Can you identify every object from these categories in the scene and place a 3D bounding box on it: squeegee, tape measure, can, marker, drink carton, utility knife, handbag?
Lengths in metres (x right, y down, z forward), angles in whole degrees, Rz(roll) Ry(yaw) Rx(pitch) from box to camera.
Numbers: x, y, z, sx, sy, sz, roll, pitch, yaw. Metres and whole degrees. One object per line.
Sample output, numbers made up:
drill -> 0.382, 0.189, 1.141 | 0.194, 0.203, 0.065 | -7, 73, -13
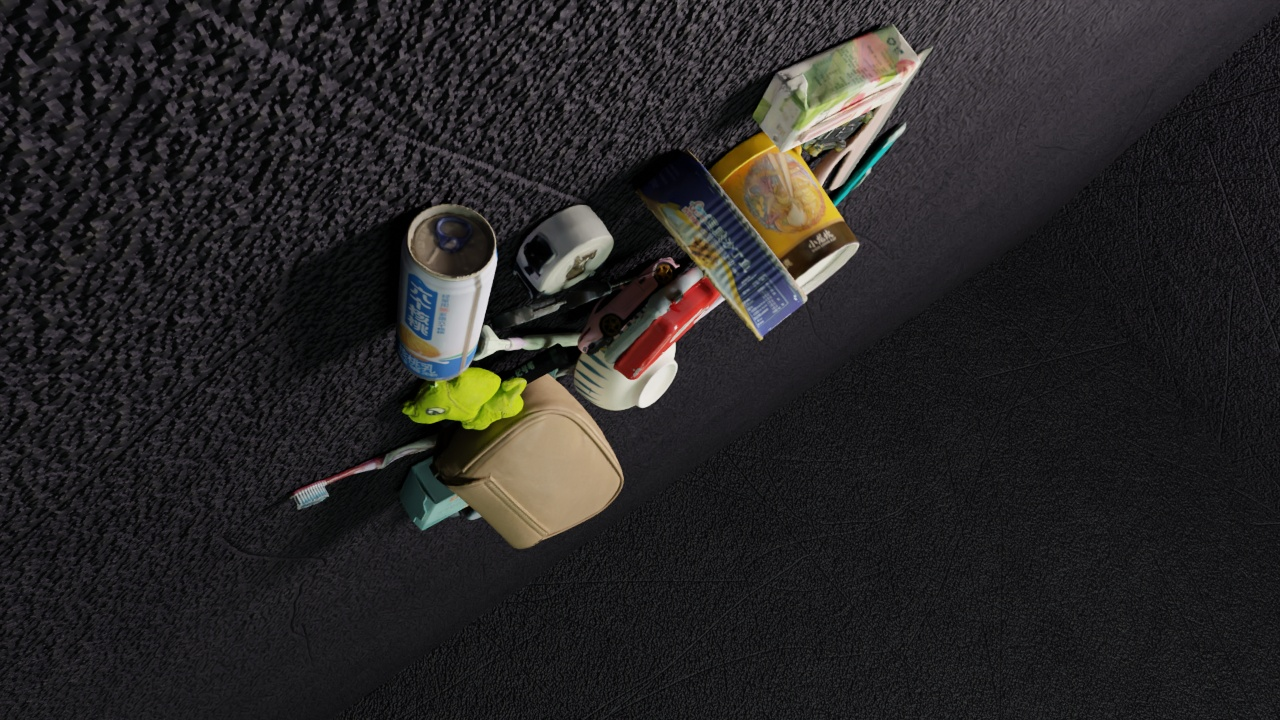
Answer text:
squeegee -> 0.164, -0.142, 0.867 | 0.249, 0.040, 0.248 | -59, 177, -18
tape measure -> -0.053, -0.077, 0.646 | 0.065, 0.033, 0.066 | -31, 167, -29
can -> -0.120, -0.038, 0.559 | 0.053, 0.053, 0.135 | -30, 167, -26
marker -> -0.123, 0.023, 0.816 | 0.132, 0.020, 0.022 | -29, -175, 13
drink carton -> 0.148, -0.203, 0.688 | 0.122, 0.045, 0.054 | -30, 167, -25
utility knife -> 0.238, -0.198, 1.030 | 0.029, 0.013, 0.187 | -41, 174, -38
can -> 0.061, -0.085, 0.682 | 0.049, 0.148, 0.074 | -39, -164, 8
handbag -> -0.110, 0.097, 0.907 | 0.147, 0.099, 0.204 | -35, 141, -4

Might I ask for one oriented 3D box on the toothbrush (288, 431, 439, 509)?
toothbrush -> -0.232, 0.094, 0.836 | 0.187, 0.017, 0.016 | -22, 162, -46

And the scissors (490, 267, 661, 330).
scissors -> -0.045, -0.052, 0.733 | 0.159, 0.014, 0.178 | -18, -175, -11

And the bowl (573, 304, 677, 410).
bowl -> -0.006, 0.005, 0.933 | 0.116, 0.066, 0.117 | -41, 156, -23

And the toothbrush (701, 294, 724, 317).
toothbrush -> 0.097, -0.082, 1.072 | 0.190, 0.021, 0.029 | -40, -161, 25

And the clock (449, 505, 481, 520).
clock -> -0.189, 0.147, 1.068 | 0.121, 0.055, 0.082 | -24, 164, -41

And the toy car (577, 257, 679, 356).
toy car -> -0.013, -0.053, 0.844 | 0.122, 0.037, 0.056 | -45, 178, -17

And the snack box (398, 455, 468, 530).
snack box -> -0.171, 0.113, 0.993 | 0.174, 0.051, 0.074 | -27, 165, -37

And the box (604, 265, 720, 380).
box -> 0.031, -0.050, 0.852 | 0.087, 0.047, 0.200 | -49, 176, 30

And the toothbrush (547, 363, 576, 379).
toothbrush -> -0.036, -0.003, 0.988 | 0.223, 0.026, 0.027 | -19, 144, -52

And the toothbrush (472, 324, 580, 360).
toothbrush -> -0.093, -0.018, 0.798 | 0.189, 0.020, 0.029 | -7, 117, -69

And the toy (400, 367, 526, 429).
toy -> -0.145, 0.031, 0.769 | 0.097, 0.031, 0.100 | -26, 152, 3

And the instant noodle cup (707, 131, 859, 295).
instant noodle cup -> 0.111, -0.112, 0.770 | 0.118, 0.114, 0.118 | -34, 169, -8

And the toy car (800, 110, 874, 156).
toy car -> 0.159, -0.197, 0.761 | 0.091, 0.036, 0.043 | -19, 158, -52
